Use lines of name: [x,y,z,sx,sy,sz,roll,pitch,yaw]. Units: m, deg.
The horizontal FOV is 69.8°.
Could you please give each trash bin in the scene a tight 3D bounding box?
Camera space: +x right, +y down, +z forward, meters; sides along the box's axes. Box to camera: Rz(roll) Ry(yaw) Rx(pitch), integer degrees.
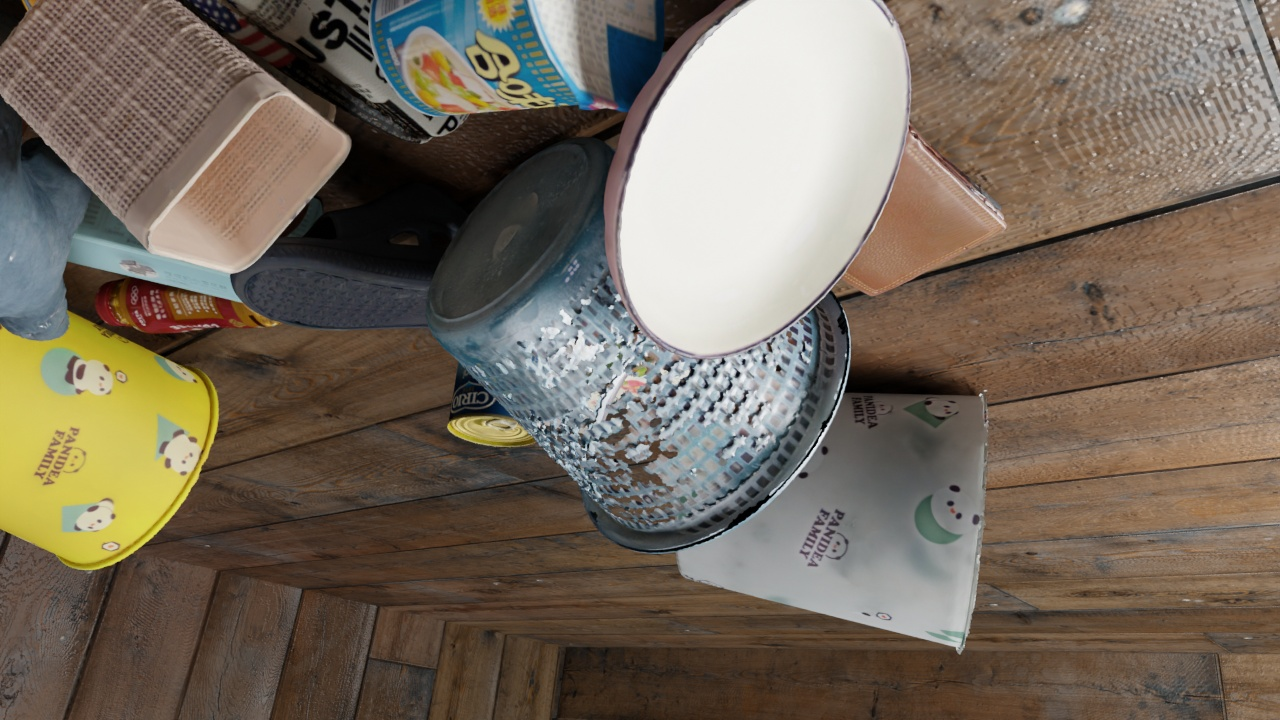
trash bin: [-0.015,-0.023,0.578,0.227,0.226,0.195,-16,135,41]
trash bin: [0.176,0.129,0.846,0.252,0.229,0.230,6,157,17]
trash bin: [-0.581,0.046,0.859,0.230,0.229,0.255,-6,148,27]

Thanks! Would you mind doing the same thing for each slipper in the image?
slipper: [-0.157,-0.070,0.641,0.111,0.083,0.267,-20,166,37]

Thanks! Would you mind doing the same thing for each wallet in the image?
wallet: [0.150,-0.091,0.560,0.124,0.032,0.101,25,139,-38]

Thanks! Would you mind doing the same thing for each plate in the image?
plate: [0.055,-0.093,0.453,0.039,0.192,0.192,39,180,39]

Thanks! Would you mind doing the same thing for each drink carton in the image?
drink carton: [-0.005,0.005,0.797,0.123,0.045,0.053,-18,148,33]

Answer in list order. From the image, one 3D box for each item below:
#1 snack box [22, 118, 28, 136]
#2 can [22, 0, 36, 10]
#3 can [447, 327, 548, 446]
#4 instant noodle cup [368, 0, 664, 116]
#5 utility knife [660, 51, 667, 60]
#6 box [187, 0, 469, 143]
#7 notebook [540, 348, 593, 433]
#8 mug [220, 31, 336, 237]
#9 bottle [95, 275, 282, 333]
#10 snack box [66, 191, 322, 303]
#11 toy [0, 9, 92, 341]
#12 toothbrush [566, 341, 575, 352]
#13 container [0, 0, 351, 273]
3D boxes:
snack box: [-0.433,-0.140,0.532,0.093,0.094,0.077,7,157,-1]
can: [-0.264,-0.185,0.431,0.058,0.058,0.146,11,156,-10]
can: [-0.116,0.008,0.768,0.075,0.111,0.075,4,157,2]
instant noodle cup: [-0.061,-0.154,0.414,0.110,0.099,0.099,0,157,34]
utility knife: [0.057,-0.125,0.534,0.029,0.013,0.174,-11,152,32]
box: [-0.161,-0.165,0.453,0.086,0.076,0.163,9,167,41]
notebook: [-0.099,0.026,0.925,0.150,0.012,0.210,11,155,-7]
mug: [-0.237,-0.121,0.519,0.114,0.081,0.106,-19,170,-34]
bottle: [-0.373,-0.052,0.763,0.175,0.057,0.057,-2,155,20]
snack box: [-0.316,-0.093,0.635,0.174,0.074,0.052,14,156,-16]
toy: [-0.353,-0.096,0.469,0.091,0.137,0.357,19,140,-6]
toothbrush: [-0.071,-0.024,0.742,0.016,0.016,0.180,-13,172,3]
container: [-0.214,-0.113,0.419,0.111,0.090,0.090,42,-178,4]
